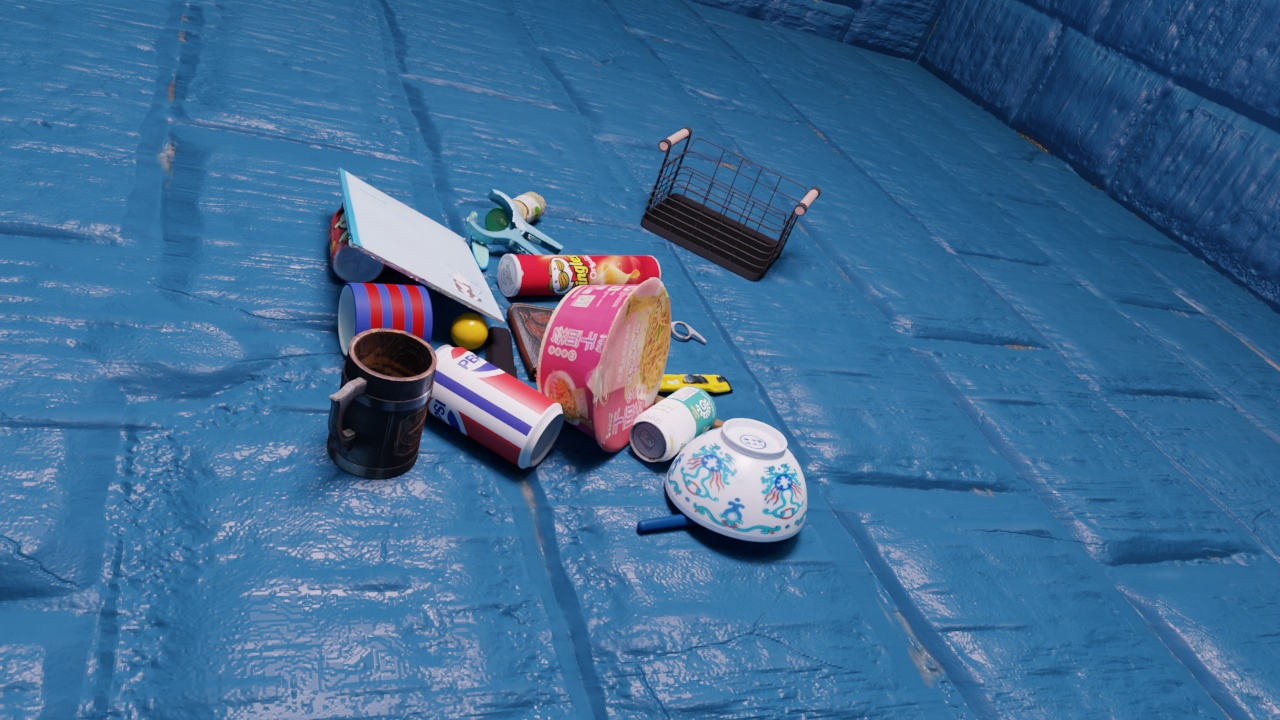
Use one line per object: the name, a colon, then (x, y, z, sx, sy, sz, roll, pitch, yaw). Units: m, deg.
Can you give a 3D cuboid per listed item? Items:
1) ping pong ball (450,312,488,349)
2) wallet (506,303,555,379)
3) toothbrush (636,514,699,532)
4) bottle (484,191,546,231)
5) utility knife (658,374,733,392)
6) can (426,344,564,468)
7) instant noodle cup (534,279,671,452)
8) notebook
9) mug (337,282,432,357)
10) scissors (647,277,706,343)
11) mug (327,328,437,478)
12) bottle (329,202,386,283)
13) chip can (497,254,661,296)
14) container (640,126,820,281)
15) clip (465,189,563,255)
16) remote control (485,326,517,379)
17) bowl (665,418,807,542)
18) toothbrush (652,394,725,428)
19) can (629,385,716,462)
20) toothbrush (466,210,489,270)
ping pong ball: (-0.185, -0.032, 0.992, 0.040, 0.040, 0.040, 15, 32, -10)
wallet: (-0.106, -0.020, 1.041, 0.072, 0.019, 0.123, 7, 34, -30)
toothbrush: (0.069, 0.152, 0.892, 0.167, 0.014, 0.014, -1, 33, -31)
bottle: (-0.170, -0.200, 1.257, 0.043, 0.043, 0.110, 27, 31, 9)
utility knife: (0.043, 0.027, 1.057, 0.164, 0.017, 0.030, -2, 34, -36)
can: (-0.144, 0.043, 0.875, 0.132, 0.070, 0.070, 29, 32, 12)
instant noodle cup: (-0.039, -0.003, 0.930, 0.078, 0.179, 0.178, 15, 28, 21)
notebook: (-0.255, -0.135, 1.041, 0.181, 0.009, 0.253, 28, 15, -32)
mug: (-0.254, -0.023, 0.920, 0.076, 0.075, 0.111, 0, 64, -31)
scissors: (0.006, -0.051, 1.152, 0.162, 0.014, 0.141, 38, 50, 1)
mug: (-0.231, 0.044, 0.785, 0.080, 0.107, 0.115, 28, 32, 10)
bottle: (-0.328, -0.148, 1.063, 0.062, 0.062, 0.137, 5, 36, -25)
chip can: (-0.073, -0.109, 1.166, 0.214, 0.052, 0.052, -4, 40, -36)
container: (0.134, -0.245, 1.421, 0.241, 0.130, 0.162, 28, 32, 10)
clip: (-0.173, -0.153, 1.174, 0.121, 0.031, 0.130, -37, 89, -33)
remote control: (-0.148, 0.005, 0.982, 0.032, 0.015, 0.136, 10, 33, -19)
bowl: (0.103, 0.105, 0.902, 0.144, 0.074, 0.143, 12, 24, -5)
toothbrush: (0.082, 0.071, 1.023, 0.167, 0.016, 0.016, 21, 30, 2)
can: (0.035, 0.066, 0.961, 0.055, 0.055, 0.101, 34, 34, 19)
toothbrush: (-0.211, -0.157, 1.189, 0.022, 0.017, 0.135, 14, 31, -27)
